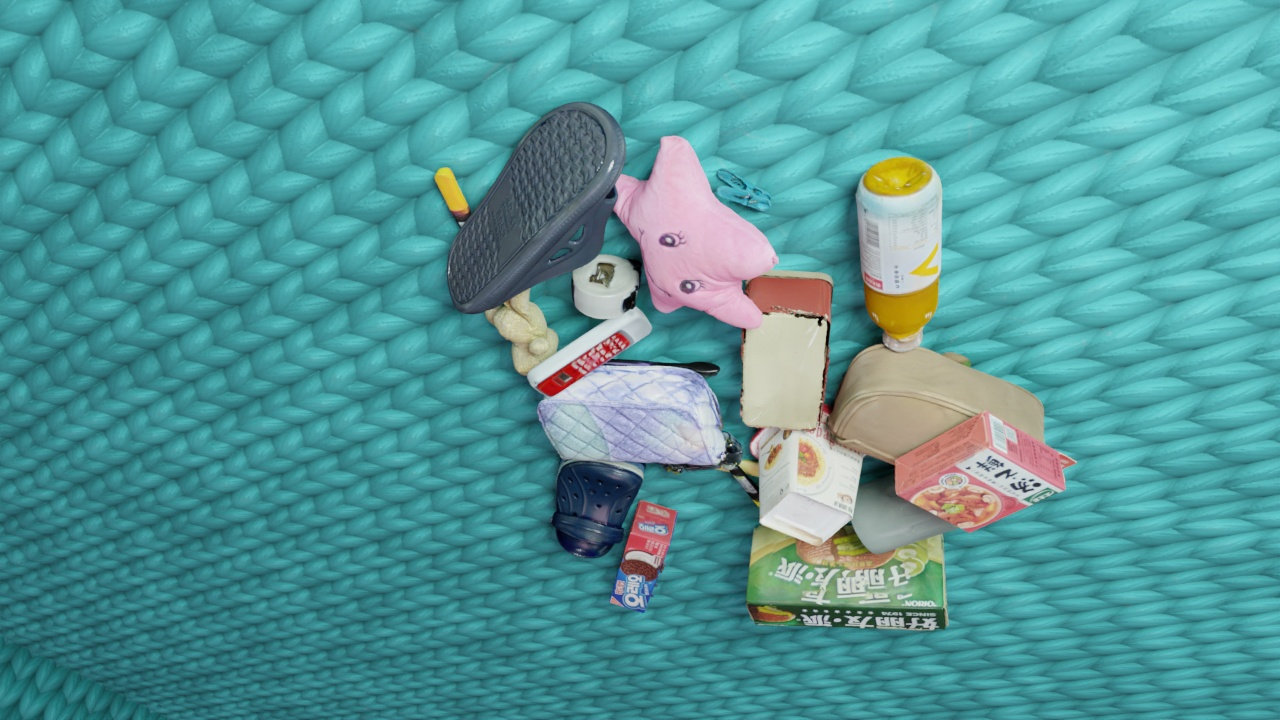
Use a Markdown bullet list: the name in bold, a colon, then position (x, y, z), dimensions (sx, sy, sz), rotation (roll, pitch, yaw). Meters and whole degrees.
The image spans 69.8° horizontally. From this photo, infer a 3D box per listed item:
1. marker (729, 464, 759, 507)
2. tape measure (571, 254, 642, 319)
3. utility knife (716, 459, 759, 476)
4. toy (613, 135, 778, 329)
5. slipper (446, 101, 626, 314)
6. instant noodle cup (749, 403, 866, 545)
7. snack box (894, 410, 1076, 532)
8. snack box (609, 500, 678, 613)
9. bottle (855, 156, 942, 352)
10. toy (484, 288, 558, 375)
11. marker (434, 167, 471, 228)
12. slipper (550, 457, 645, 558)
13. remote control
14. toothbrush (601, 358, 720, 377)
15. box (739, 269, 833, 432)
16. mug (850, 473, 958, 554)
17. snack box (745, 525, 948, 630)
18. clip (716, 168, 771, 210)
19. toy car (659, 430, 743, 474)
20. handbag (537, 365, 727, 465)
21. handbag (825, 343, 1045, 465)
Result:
- **marker**: position (0.139, 0.159, 1.124), dimensions (0.018, 0.015, 0.124), rotation (-9, 140, 33)
- **tape measure**: position (-0.034, -0.073, 0.889), dimensions (0.066, 0.065, 0.034), rotation (9, 137, 6)
- **utility knife**: position (0.139, 0.130, 1.101), dimensions (0.152, 0.018, 0.031), rotation (6, 134, 6)
- **toy**: position (0.047, -0.107, 0.802), dimensions (0.179, 0.074, 0.195), rotation (12, 137, 43)
- **slipper**: position (-0.085, -0.129, 0.832), dimensions (0.083, 0.110, 0.269), rotation (5, 150, -40)
- **instant noodle cup**: position (0.184, 0.123, 1.000), dimensions (0.116, 0.124, 0.117), rotation (22, 137, -10)
- **snack box**: position (0.328, 0.112, 0.869), dimensions (0.127, 0.044, 0.113), rotation (26, 137, -21)
- **snack box**: position (0.003, 0.276, 1.267), dimensions (0.058, 0.057, 0.208), rotation (16, 139, 2)
- **bottle**: position (0.228, -0.085, 0.803), dimensions (0.068, 0.067, 0.190), rotation (-1, 136, 16)
- **toy**: position (-0.120, -0.048, 0.950), dimensions (0.105, 0.066, 0.157), rotation (30, 144, 33)
- **marker**: position (-0.170, -0.137, 0.896), dimensions (0.018, 0.015, 0.124), rotation (-1, 139, 18)
- **slipper**: position (-0.066, 0.194, 1.172), dimensions (0.105, 0.095, 0.253), rotation (14, 142, -4)
- **remote control**: position (-0.051, -0.008, 0.944), dimensions (0.136, 0.020, 0.056), rotation (-33, 155, 6)
- **toothbrush**: position (-0.006, 0.006, 1.008), dimensions (0.189, 0.014, 0.017), rotation (3, 150, 12)
- **box**: position (0.141, -0.001, 0.911), dimensions (0.091, 0.079, 0.169), rotation (4, 137, 10)
- **mug**: position (0.317, 0.171, 1.063), dimensions (0.104, 0.083, 0.123), rotation (-29, 150, 36)
- **snack box**: position (0.257, 0.270, 1.149), dimensions (0.240, 0.114, 0.063), rotation (-3, 136, 19)
- **clip**: position (0.091, -0.148, 0.807), dimensions (0.055, 0.038, 0.013), rotation (21, 141, -18)
- **toy car**: position (0.070, 0.106, 1.081), dimensions (0.106, 0.031, 0.049), rotation (-7, 130, 19)
- **handbag**: position (-0.008, 0.063, 1.019), dimensions (0.194, 0.075, 0.134), rotation (2, 141, 19)
- **handbag**: position (0.294, 0.055, 0.923), dimensions (0.204, 0.099, 0.148), rotation (22, 145, -10)
